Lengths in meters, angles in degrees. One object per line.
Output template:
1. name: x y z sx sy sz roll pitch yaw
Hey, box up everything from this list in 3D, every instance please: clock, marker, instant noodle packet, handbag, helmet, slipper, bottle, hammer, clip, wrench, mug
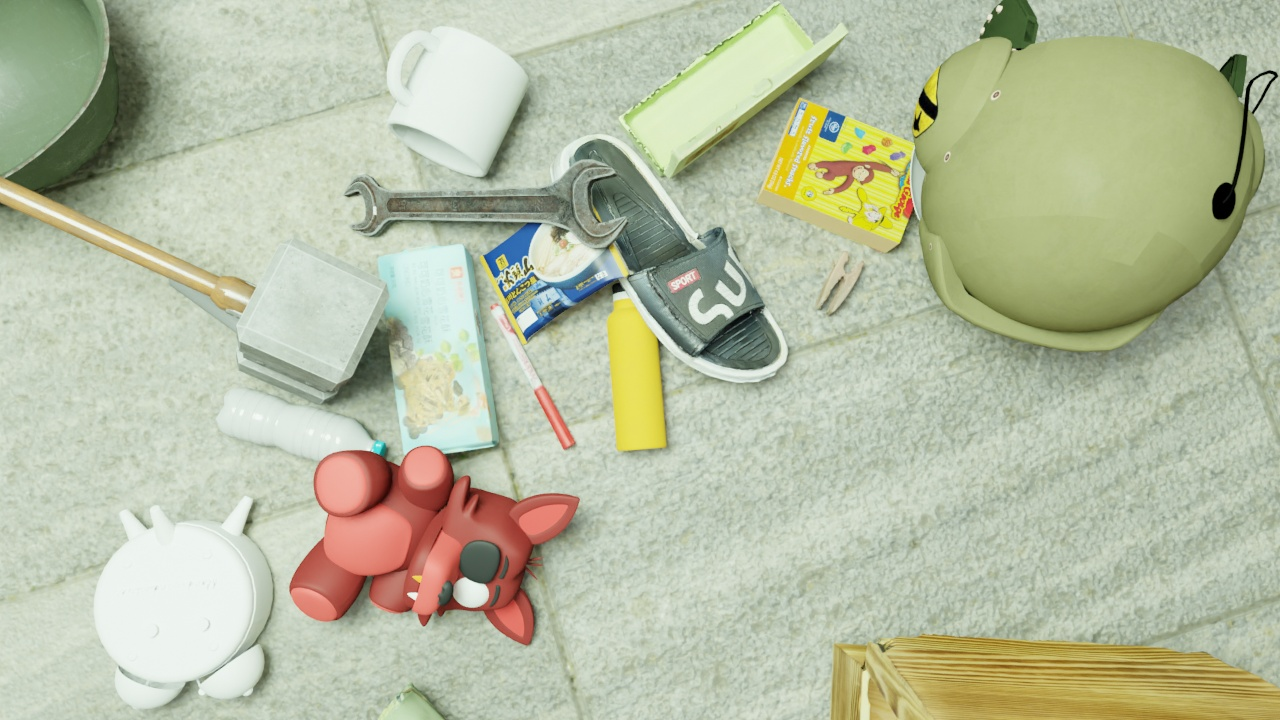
1. clock: -0.371 0.197 0.742 0.125 0.073 0.161 -6 85 -3
2. marker: -0.348 -0.032 0.794 0.140 0.016 0.016 35 84 2
3. instant noodle packet: -0.076 -0.080 0.772 0.135 0.026 0.087 -30 85 36
4. handbag: -0.205 0.354 0.711 0.186 0.117 0.113 -43 87 -7
5. helmet: -0.536 -0.218 0.736 0.267 0.154 0.227 -29 90 -9
6. slipper: 0.030 -0.091 0.774 0.111 0.063 0.264 -35 83 -34
7. bottle: -0.005 0.005 0.789 0.043 0.043 0.143 -4 85 -3
8. hammer: -0.358 -0.074 0.675 0.317 0.163 0.082 27 72 -18
9. bottle: -0.283 0.060 0.773 0.136 0.044 0.044 16 84 0
10. clip: 0.174 -0.071 0.813 0.061 0.026 0.049 -26 85 -6
11. helmet: 0.320 -0.127 0.696 0.250 0.256 0.232 15 81 1
12. marker: -0.095 0.013 0.801 0.013 0.013 0.142 -28 86 -5
13. wrench: -0.135 -0.129 0.760 0.274 0.010 0.070 4 92 22
14. mug: -0.162 -0.223 0.769 0.091 0.121 0.090 20 82 35

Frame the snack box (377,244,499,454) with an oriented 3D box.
1. snack box: -0.171 -0.008 0.780 0.075 0.053 0.174 -9 86 -4

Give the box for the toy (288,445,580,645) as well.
1. toy: -0.165 0.149 0.734 0.197 0.120 0.158 17 109 -5

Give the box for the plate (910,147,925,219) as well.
1. plate: 0.282 -0.162 0.806 0.134 0.011 0.134 -4 98 -30

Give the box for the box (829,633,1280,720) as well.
1. box: 0.301 0.315 0.629 0.279 0.336 0.286 4 82 0

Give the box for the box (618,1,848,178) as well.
1. box: 0.076 -0.245 0.800 0.187 0.098 0.082 -38 87 -8

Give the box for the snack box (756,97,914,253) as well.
1. snack box: 0.180 -0.163 0.813 0.126 0.040 0.088 22 84 0
